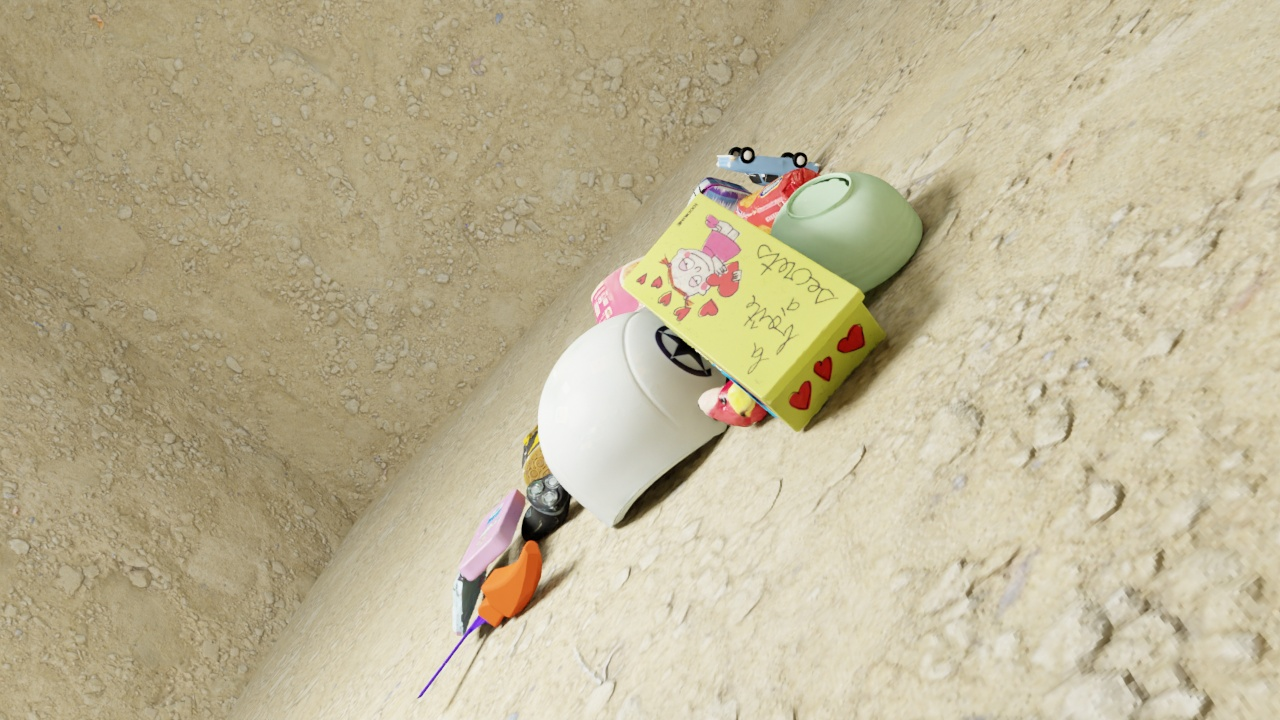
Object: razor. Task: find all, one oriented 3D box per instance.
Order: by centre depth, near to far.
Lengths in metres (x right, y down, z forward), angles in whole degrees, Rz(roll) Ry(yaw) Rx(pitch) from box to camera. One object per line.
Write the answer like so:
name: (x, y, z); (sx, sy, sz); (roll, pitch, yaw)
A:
razor: (-0.131, 0.194, 1.185); (0.141, 0.063, 0.052); (127, 158, -48)

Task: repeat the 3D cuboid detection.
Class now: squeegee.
squeegee: (-0.151, 0.263, 1.056); (0.248, 0.055, 0.185); (-51, -6, -48)

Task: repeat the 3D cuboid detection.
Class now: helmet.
helmet: (-0.020, 0.038, 1.024); (0.237, 0.163, 0.263); (-43, 13, 26)

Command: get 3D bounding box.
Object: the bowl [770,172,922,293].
bowl: (0.185, -0.129, 0.881); (0.151, 0.077, 0.150); (-25, 33, 17)

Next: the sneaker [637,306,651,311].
sneaker: (-0.007, 0.006, 1.181); (0.236, 0.089, 0.099); (-36, -20, -8)

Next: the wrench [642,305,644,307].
wrench: (-0.012, -0.036, 1.249); (0.047, 0.009, 0.274); (-18, -24, -35)

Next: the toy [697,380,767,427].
toy: (0.114, -0.001, 0.870); (0.106, 0.067, 0.137); (11, 75, 35)

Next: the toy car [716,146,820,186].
toy car: (0.187, -0.285, 1.358); (0.056, 0.153, 0.055); (-140, 54, -70)

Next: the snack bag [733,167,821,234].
snack bag: (0.191, -0.207, 1.227); (0.082, 0.082, 0.177); (-54, 13, -19)

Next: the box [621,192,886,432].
box: (0.095, -0.047, 0.815); (0.124, 0.082, 0.221); (-48, 43, 3)

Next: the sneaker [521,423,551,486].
sneaker: (-0.080, 0.085, 1.281); (0.238, 0.086, 0.122); (-49, 9, -10)

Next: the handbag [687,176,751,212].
handbag: (0.109, -0.175, 1.350); (0.068, 0.144, 0.170); (45, 120, 48)

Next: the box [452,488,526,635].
box: (-0.204, 0.255, 1.198); (0.214, 0.051, 0.149); (-99, 33, -82)

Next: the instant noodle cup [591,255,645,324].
instant noodle cup: (0.006, -0.086, 1.311); (0.178, 0.077, 0.179); (-26, -16, -8)
